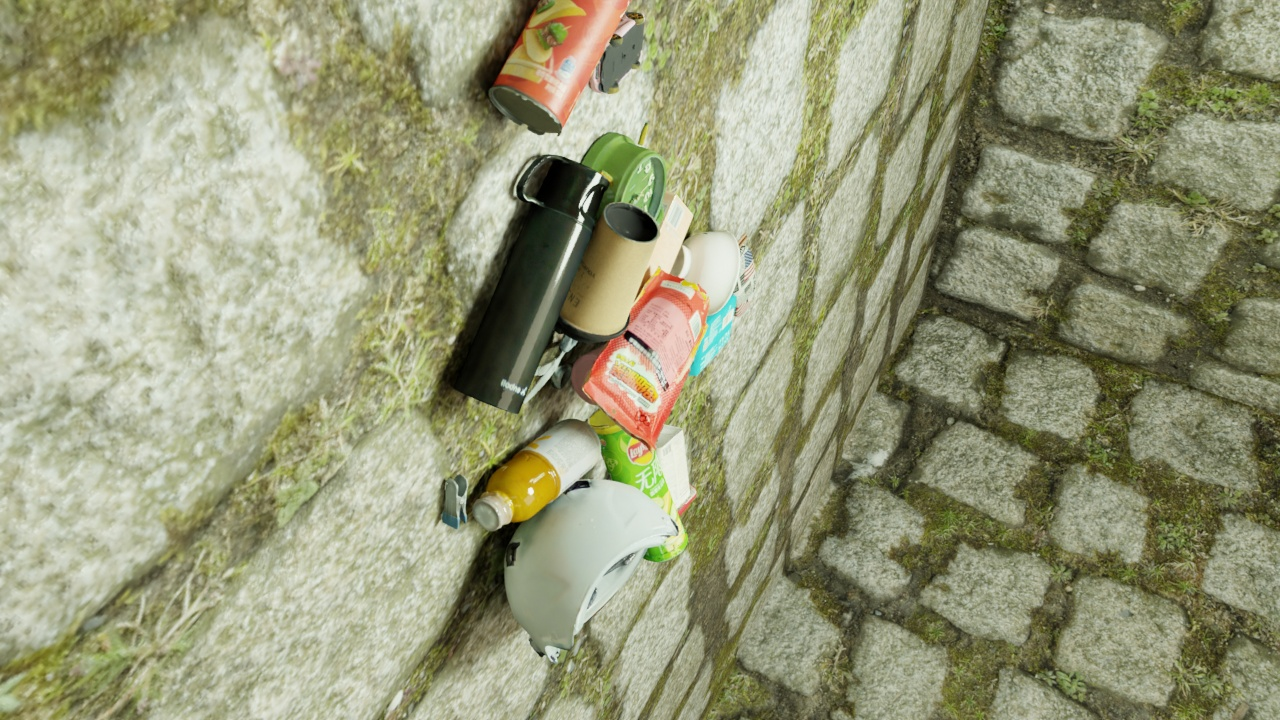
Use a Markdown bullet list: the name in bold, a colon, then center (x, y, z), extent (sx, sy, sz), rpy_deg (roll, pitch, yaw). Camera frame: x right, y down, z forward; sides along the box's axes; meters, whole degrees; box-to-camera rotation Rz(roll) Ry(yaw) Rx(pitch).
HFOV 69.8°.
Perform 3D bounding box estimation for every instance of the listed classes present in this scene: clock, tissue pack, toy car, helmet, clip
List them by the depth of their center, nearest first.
- **toy car**: center (-0.025, -0.299, 0.889), extent (0.122, 0.037, 0.056), rpy_deg (-61, 164, -50)
- **clip**: center (-0.190, 0.143, 0.942), extent (0.038, 0.026, 0.058), rpy_deg (-26, 131, -49)
- **clock**: center (-0.019, -0.169, 0.997), extent (0.115, 0.056, 0.161), rpy_deg (-52, 154, -32)
- **helmet**: center (-0.077, 0.234, 1.110), extent (0.228, 0.146, 0.259), rpy_deg (-45, 171, -11)
- **tissue pack**: center (0.094, -0.043, 1.385), extent (0.133, 0.050, 0.093), rpy_deg (-46, 151, -43)

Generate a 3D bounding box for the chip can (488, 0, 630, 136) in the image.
- **chip can**: center (-0.051, -0.300, 0.781), extent (0.216, 0.073, 0.073), rpy_deg (-63, 158, -9)

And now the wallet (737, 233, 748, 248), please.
- **wallet**: center (0.105, -0.123, 1.316), extent (0.101, 0.020, 0.116), rpy_deg (-51, -179, -37)

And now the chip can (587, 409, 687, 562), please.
- **chip can**: center (-0.001, 0.163, 1.213), extent (0.072, 0.073, 0.221), rpy_deg (-43, 120, -46)

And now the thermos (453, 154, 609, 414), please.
- **thermos**: center (-0.111, -0.076, 0.876), extent (0.090, 0.068, 0.242), rpy_deg (23, 87, -37)

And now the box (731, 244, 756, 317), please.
- **box**: center (0.155, -0.128, 1.469), extent (0.164, 0.051, 0.068), rpy_deg (72, 34, -60)

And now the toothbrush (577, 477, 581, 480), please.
- **toothbrush**: center (-0.077, 0.189, 1.251), extent (0.016, 0.017, 0.188), rpy_deg (-55, 156, -31)

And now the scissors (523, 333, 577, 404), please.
- **scissors**: center (-0.093, 0.002, 0.992), extent (0.165, 0.014, 0.162), rpy_deg (92, 18, -64)

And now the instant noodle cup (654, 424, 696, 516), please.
- **instant noodle cup**: center (0.014, 0.160, 1.325), extent (0.116, 0.116, 0.124), rpy_deg (-33, 129, -55)

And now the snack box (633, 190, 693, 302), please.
- **snack box**: center (0.017, -0.128, 1.157), extent (0.157, 0.026, 0.084), rpy_deg (-67, 159, -2)

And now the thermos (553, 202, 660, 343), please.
- **thermos**: center (-0.036, -0.089, 0.943), extent (0.092, 0.093, 0.144), rpy_deg (-43, 167, -47)

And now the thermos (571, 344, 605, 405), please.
- **thermos**: center (-0.007, 0.007, 1.166), extent (0.198, 0.067, 0.087), rpy_deg (-28, 109, -58)

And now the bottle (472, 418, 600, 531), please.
- **bottle**: center (-0.116, 0.129, 1.036), extent (0.189, 0.068, 0.068), rpy_deg (-37, 142, -52)

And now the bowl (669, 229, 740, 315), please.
- **bowl**: center (0.073, -0.123, 1.222), extent (0.064, 0.118, 0.118), rpy_deg (9, 105, -29)

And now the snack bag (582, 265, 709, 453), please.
- **snack bag**: center (0.014, -0.008, 1.081), extent (0.128, 0.073, 0.207), rpy_deg (49, 51, -26)
